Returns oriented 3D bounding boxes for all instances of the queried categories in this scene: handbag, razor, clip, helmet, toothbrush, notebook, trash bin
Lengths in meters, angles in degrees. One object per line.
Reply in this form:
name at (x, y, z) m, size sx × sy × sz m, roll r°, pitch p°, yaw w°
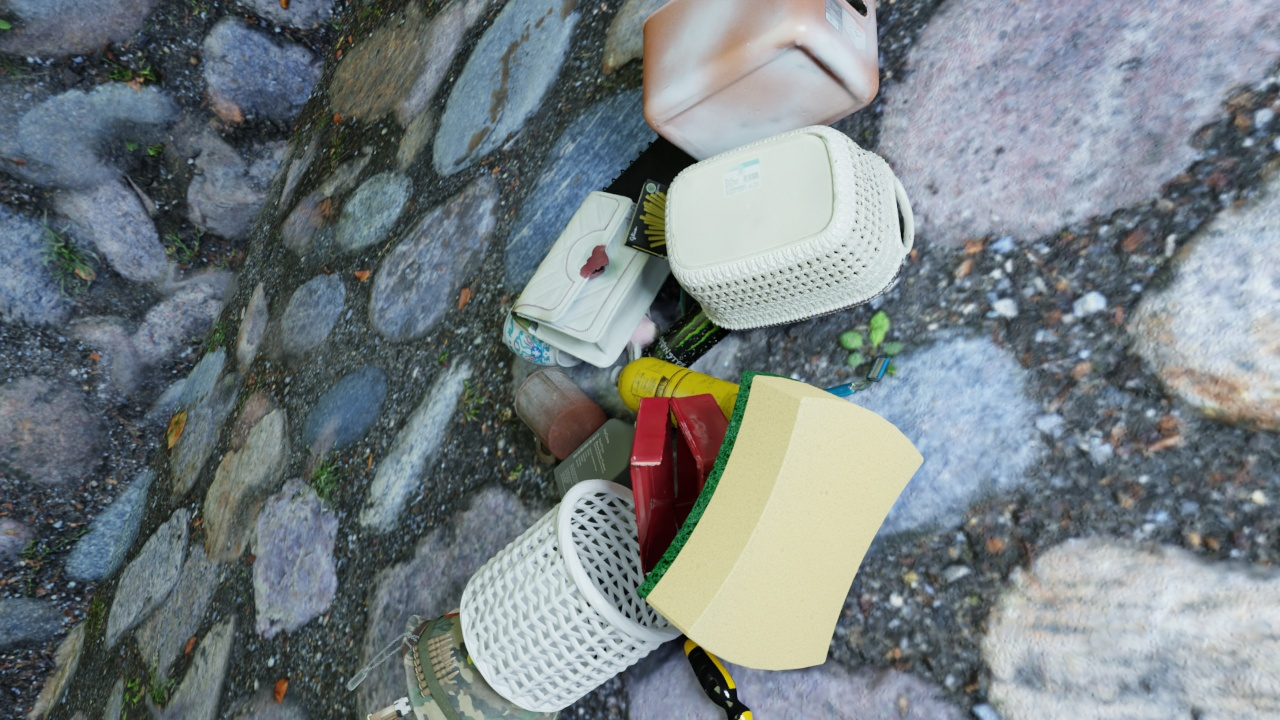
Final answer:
handbag at (-0.057, -0.109, 1.156) m, size 0.142 × 0.096 × 0.198 m, roll 24°, pitch 73°, yaw 20°
razor at (0.198, 0.033, 0.959) m, size 0.144 × 0.022 × 0.042 m, roll -26°, pitch 16°, yaw 43°
clip at (-0.007, 0.007, 1.165) m, size 0.054 × 0.040 × 0.102 m, roll -70°, pitch -17°, yaw -55°
helmet at (-0.215, 0.397, 1.084) m, size 0.236 × 0.193 × 0.224 m, roll -45°, pitch 61°, yaw -11°
toothbrush at (0.098, 0.350, 0.902) m, size 0.031 × 0.030 × 0.196 m, roll -57°, pitch 44°, yaw 17°
notebook at (-0.005, -0.218, 1.310) m, size 0.232 × 0.019 × 0.169 m, roll -40°, pitch 47°, yaw 27°
trash bin at (0.138, -0.356, 1.098) m, size 0.260 × 0.181 × 0.157 m, roll -18°, pitch 60°, yaw 41°

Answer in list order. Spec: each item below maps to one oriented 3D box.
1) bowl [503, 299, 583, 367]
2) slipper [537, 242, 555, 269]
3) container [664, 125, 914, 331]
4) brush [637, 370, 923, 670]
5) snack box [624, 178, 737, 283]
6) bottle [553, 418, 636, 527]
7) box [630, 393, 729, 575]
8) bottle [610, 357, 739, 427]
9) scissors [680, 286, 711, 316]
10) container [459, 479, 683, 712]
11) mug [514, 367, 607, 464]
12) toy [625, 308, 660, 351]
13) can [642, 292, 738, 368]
bowl at (-0.105, -0.039, 1.246) m, size 0.144 × 0.143 × 0.074 m, roll -51°, pitch 56°, yaw 16°
slipper at (-0.074, -0.150, 1.290) m, size 0.240 × 0.064 × 0.094 m, roll -20°, pitch 59°, yaw 38°
container at (0.144, -0.142, 0.969) m, size 0.252 × 0.143 × 0.184 m, roll -12°, pitch 69°, yaw 29°
brush at (0.131, 0.148, 0.833) m, size 0.075 × 0.195 × 0.250 m, roll 27°, pitch 92°, yaw 51°
snack box at (0.063, -0.154, 1.107) m, size 0.025 × 0.147 × 0.080 m, roll 150°, pitch 139°, yaw -79°
bottle at (-0.031, 0.124, 1.142) m, size 0.174 × 0.046 × 0.083 m, roll -44°, pitch 44°, yaw 24°
box at (0.054, 0.127, 0.951) m, size 0.117 × 0.158 × 0.135 m, roll -4°, pitch 33°, yaw 3°
bottle at (0.036, 0.039, 1.059) m, size 0.164 × 0.071 × 0.071 m, roll 18°, pitch 85°, yaw 35°
scissors at (0.070, -0.115, 1.167) m, size 0.130 × 0.019 × 0.151 m, roll -63°, pitch 30°, yaw -1°
container at (-0.069, 0.259, 1.005) m, size 0.187 × 0.189 × 0.189 m, roll -42°, pitch 45°, yaw 27°
mug at (-0.110, 0.086, 1.223) m, size 0.110 × 0.096 × 0.123 m, roll 43°, pitch 124°, yaw 53°
toy at (-0.018, -0.046, 1.209) m, size 0.096 × 0.052 × 0.099 m, roll -36°, pitch 54°, yaw 32°
can at (0.062, -0.028, 1.111) m, size 0.138 × 0.054 × 0.054 m, roll -41°, pitch 45°, yaw 27°
